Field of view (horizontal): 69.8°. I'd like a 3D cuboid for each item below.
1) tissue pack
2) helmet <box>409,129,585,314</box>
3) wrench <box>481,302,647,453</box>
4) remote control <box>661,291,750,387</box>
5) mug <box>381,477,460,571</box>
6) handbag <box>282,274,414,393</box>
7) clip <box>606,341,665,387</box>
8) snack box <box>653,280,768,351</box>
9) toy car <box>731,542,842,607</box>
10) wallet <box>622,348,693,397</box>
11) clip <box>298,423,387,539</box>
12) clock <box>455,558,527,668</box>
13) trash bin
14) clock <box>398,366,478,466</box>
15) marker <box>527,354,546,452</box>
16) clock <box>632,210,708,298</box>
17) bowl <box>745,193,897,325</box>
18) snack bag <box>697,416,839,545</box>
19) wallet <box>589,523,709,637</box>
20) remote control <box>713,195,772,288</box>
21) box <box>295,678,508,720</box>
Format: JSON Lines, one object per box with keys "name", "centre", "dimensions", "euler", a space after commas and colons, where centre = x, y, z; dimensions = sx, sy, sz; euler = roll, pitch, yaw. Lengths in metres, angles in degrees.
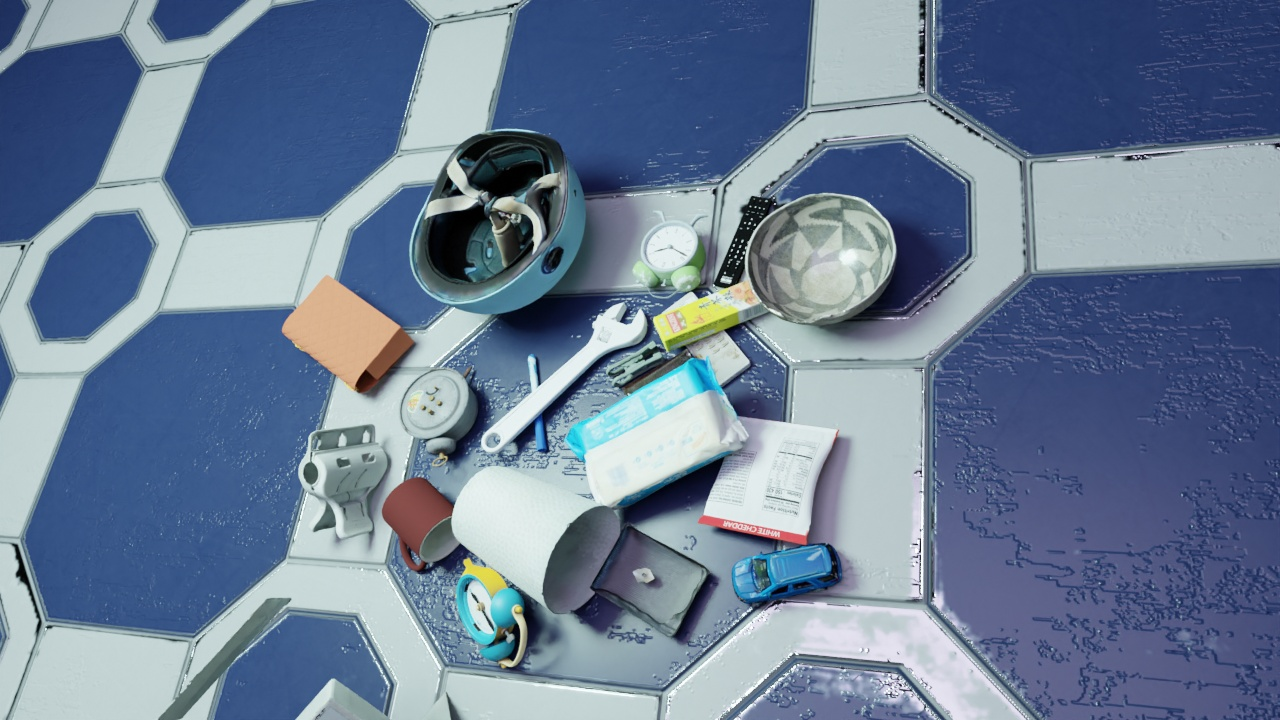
{"name": "tissue pack", "centre": [0.014, 0.091, 1.077], "dimensions": [0.210, 0.066, 0.117], "euler": [-29, 71, 17]}
{"name": "helmet", "centre": [-0.179, -0.169, 1.239], "dimensions": [0.226, 0.167, 0.265], "euler": [21, 73, 30]}
{"name": "wrench", "centre": [-0.100, 0.024, 1.197], "dimensions": [0.273, 0.018, 0.066], "euler": [-42, 60, -7]}
{"name": "remote control", "centre": [0.082, -0.028, 1.167], "dimensions": [0.050, 0.011, 0.135], "euler": [-37, 59, 1]}
{"name": "mug", "centre": [-0.278, 0.213, 1.159], "dimensions": [0.082, 0.073, 0.106], "euler": [36, 111, 30]}
{"name": "handbag", "centre": [-0.425, -0.033, 1.328], "dimensions": [0.172, 0.060, 0.108], "euler": [32, 74, 27]}
{"name": "clip", "centre": [-0.007, 0.006, 1.178], "dimensions": [0.076, 0.023, 0.045], "euler": [-30, 57, 2]}
{"name": "snack box", "centre": [0.092, -0.059, 1.154], "dimensions": [0.148, 0.029, 0.040], "euler": [-22, 58, -1]}
{"name": "toy car", "centre": [0.157, 0.229, 0.999], "dimensions": [0.120, 0.043, 0.056], "euler": [-16, 62, 13]}
{"name": "wallet", "centre": [0.044, 0.058, 1.132], "dimensions": [0.099, 0.031, 0.120], "euler": [-32, 62, 7]}
{"name": "clip", "centre": [-0.387, 0.158, 1.197], "dimensions": [0.075, 0.124, 0.144], "euler": [3, 92, 26]}
{"name": "clock", "centre": [-0.174, 0.295, 1.070], "dimensions": [0.129, 0.043, 0.099], "euler": [39, 125, 35]}
{"name": "trash bin", "centre": [-0.127, 0.200, 1.073], "dimensions": [0.161, 0.133, 0.133], "euler": [21, 74, 32]}
{"name": "clock", "centre": [-0.268, 0.075, 1.222], "dimensions": [0.104, 0.056, 0.147], "euler": [-15, 60, 13]}
{"name": "marker", "centre": [-0.137, 0.055, 1.209], "dimensions": [0.013, 0.013, 0.141], "euler": [-17, 61, 12]}
{"name": "clock", "centre": [0.042, -0.136, 1.215], "dimensions": [0.094, 0.042, 0.119], "euler": [9, 69, 25]}
{"name": "bowl", "centre": [0.221, -0.110, 1.113], "dimensions": [0.179, 0.081, 0.178], "euler": [-8, 63, 16]}
{"name": "snack bag", "centre": [0.146, 0.131, 1.047], "dimensions": [0.131, 0.039, 0.143], "euler": [6, 59, 31]}
{"name": "wallet", "centre": [0.011, 0.250, 1.048], "dimensions": [0.115, 0.026, 0.089], "euler": [27, 76, 19]}
{"name": "remote control", "centre": [0.135, -0.156, 1.209], "dimensions": [0.030, 0.009, 0.140], "euler": [16, 72, 26]}
{"name": "box", "centre": [-0.275, 0.449, 1.002], "dimensions": [0.172, 0.380, 0.167], "euler": [40, 83, 14]}
